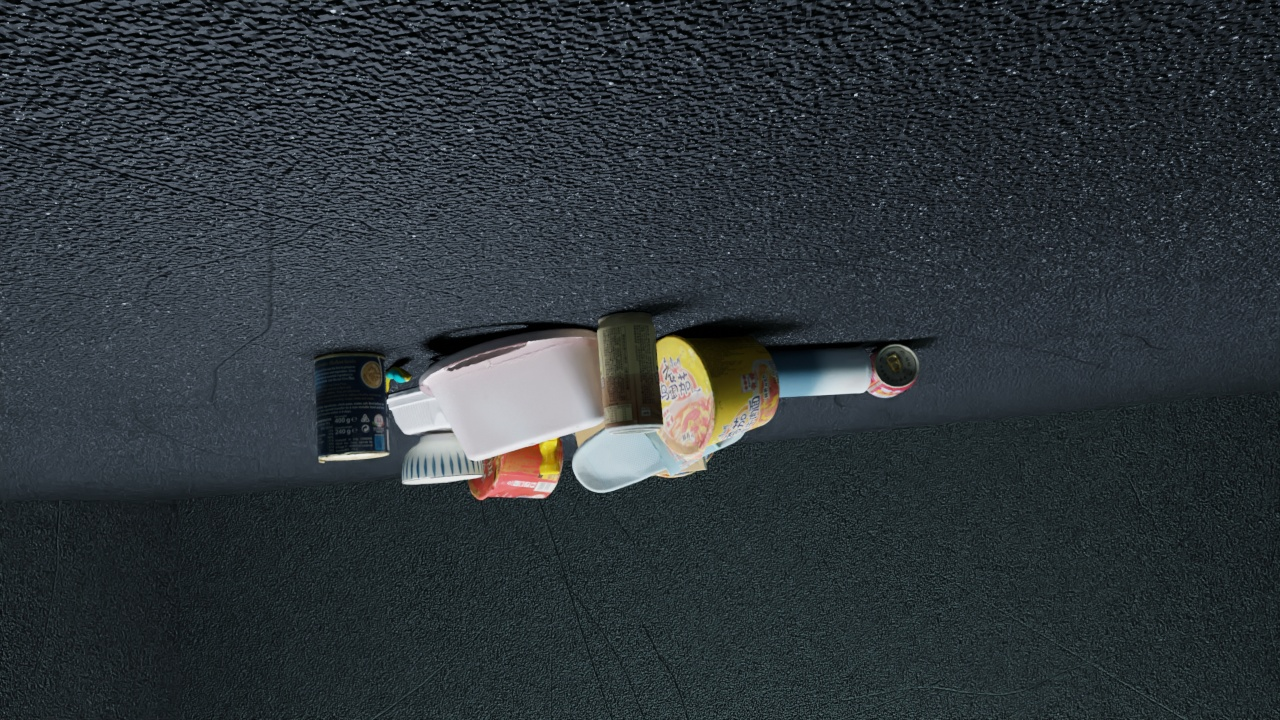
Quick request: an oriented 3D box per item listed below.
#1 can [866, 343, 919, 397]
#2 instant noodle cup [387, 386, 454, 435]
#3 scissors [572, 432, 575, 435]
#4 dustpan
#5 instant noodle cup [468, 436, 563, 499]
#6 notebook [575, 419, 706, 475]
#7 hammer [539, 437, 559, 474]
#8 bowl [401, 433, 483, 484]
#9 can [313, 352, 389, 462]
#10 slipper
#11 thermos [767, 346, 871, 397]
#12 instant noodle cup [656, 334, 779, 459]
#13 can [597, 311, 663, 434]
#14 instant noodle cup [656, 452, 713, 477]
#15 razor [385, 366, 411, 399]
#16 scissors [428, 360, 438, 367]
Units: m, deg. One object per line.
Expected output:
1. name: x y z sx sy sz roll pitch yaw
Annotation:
1. can: 0.344 0.014 1.265 0.066 0.066 0.094 -6 171 3
2. instant noodle cup: -0.268 0.074 1.326 0.138 0.060 0.173 -13 170 38
3. scissors: -0.130 0.087 1.440 0.181 0.014 0.159 -12 140 25
4. dustpan: -0.124 0.007 1.049 0.223 0.139 0.273 -19 -165 10
5. instant noodle cup: -0.193 0.156 1.427 0.108 0.137 0.138 14 162 -30
6. notebook: -0.010 0.088 1.268 0.212 0.149 0.012 -12 180 37
7. hammer: -0.105 0.086 1.248 0.032 0.128 0.301 -3 172 -16
8. bowl: -0.288 0.142 1.331 0.116 0.066 0.116 -6 170 -1
9. can: -0.314 0.052 0.997 0.075 0.111 0.075 -5 171 -1
10. slipper: 0.016 0.103 1.174 0.246 0.104 0.074 -27 -172 19
11. thermos: 0.193 0.017 1.211 0.220 0.070 0.070 -3 171 -15
12. instant noodle cup: 0.085 0.033 1.060 0.109 0.138 0.138 -9 174 -32
13. can: -0.010 0.014 0.912 0.058 0.116 0.058 -5 172 -1
14. instant noodle cup: 0.049 0.085 1.330 0.151 0.151 0.112 -4 163 -8
15. razor: -0.297 0.023 1.088 0.043 0.028 0.133 35 155 -23
16. scissors: -0.158 0.007 1.097 0.170 0.019 0.181 -9 169 4
